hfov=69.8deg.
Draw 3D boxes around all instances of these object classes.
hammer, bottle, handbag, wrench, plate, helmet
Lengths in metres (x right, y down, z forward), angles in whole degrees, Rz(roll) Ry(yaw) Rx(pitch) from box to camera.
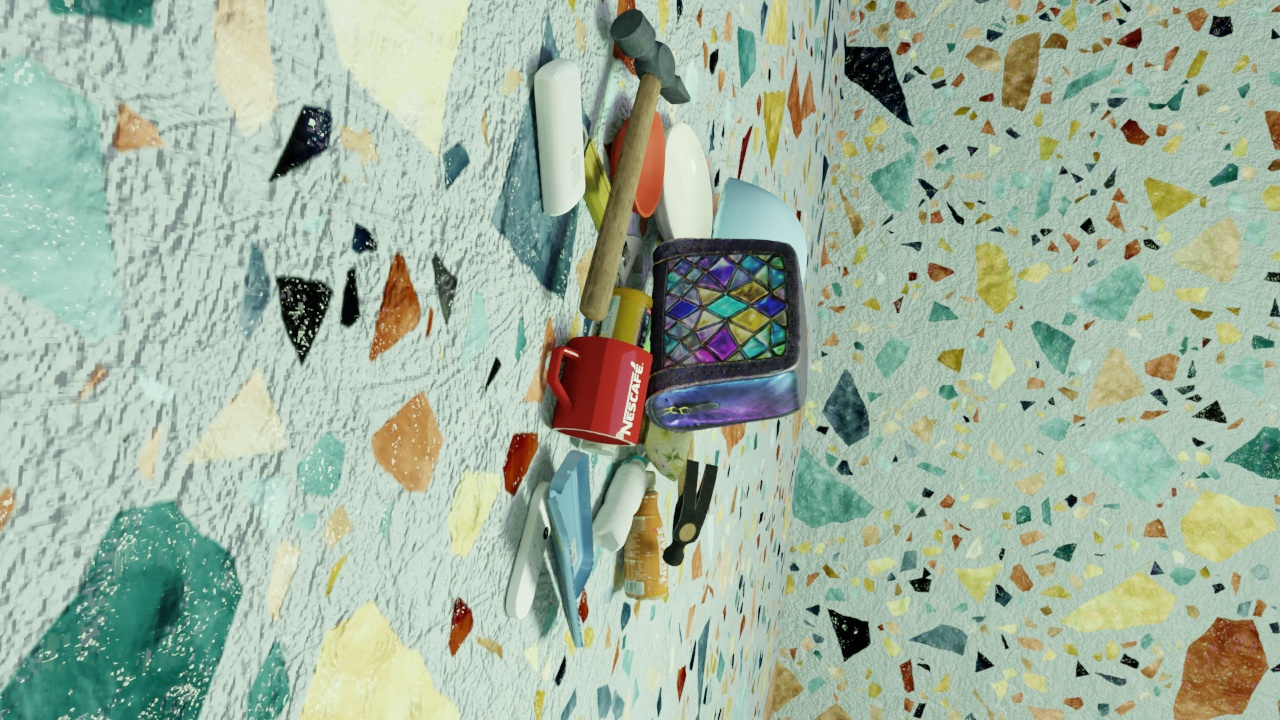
[{"bbox_3d":[-0.013,-0.188,0.934,0.129,0.040,0.321,40,57,-52],"label":"hammer"},{"bbox_3d":[-0.028,0.013,1.027,0.053,0.053,0.186,51,48,-66],"label":"bottle"},{"bbox_3d":[0.083,-0.031,1.084,0.125,0.222,0.204,65,25,-59],"label":"handbag"},{"bbox_3d":[-0.036,-0.160,0.998,0.274,0.018,0.083,68,33,-57],"label":"wrench"},{"bbox_3d":[0.049,-0.214,1.189,0.182,0.034,0.182,-2,90,-67],"label":"plate"},{"bbox_3d":[0.165,-0.153,1.384,0.266,0.167,0.225,75,26,-63],"label":"helmet"},{"bbox_3d":[0.006,0.230,1.218,0.059,0.059,0.167,7,81,-73],"label":"bottle"},{"bbox_3d":[0.061,0.123,1.251,0.304,0.040,0.133,-88,-166,-56],"label":"hammer"},{"bbox_3d":[-0.022,0.170,1.125,0.135,0.044,0.044,-65,155,-46],"label":"bottle"}]

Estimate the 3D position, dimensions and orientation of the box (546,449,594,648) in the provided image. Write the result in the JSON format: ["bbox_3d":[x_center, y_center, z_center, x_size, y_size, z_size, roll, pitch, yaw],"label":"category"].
[{"bbox_3d":[-0.074,0.198,0.952,0.126,0.039,0.210,-83,174,-46],"label":"box"}]

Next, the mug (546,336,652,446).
[{"bbox_3d":[-0.050,0.029,0.936,0.116,0.081,0.096,22,74,-42],"label":"mug"}]

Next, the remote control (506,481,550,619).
[{"bbox_3d":[-0.107,0.187,0.910,0.043,0.013,0.136,58,42,-64],"label":"remote control"}]

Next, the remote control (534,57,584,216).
[{"bbox_3d":[-0.074,-0.205,0.847,0.060,0.025,0.139,-57,151,-55],"label":"remote control"}]

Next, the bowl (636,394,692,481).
[{"bbox_3d":[0.027,0.078,1.178,0.145,0.063,0.145,-172,-87,-86],"label":"bowl"}]

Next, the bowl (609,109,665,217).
[{"bbox_3d":[-0.005,-0.225,1.042,0.122,0.035,0.122,7,89,-73],"label":"bowl"}]

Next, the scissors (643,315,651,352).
[{"bbox_3d":[-0.010,0.006,1.146,0.065,0.033,0.173,45,52,-47],"label":"scissors"}]

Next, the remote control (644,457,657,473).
[{"bbox_3d":[0.021,0.138,1.302,0.130,0.012,0.033,-55,145,-57],"label":"remote control"}]
